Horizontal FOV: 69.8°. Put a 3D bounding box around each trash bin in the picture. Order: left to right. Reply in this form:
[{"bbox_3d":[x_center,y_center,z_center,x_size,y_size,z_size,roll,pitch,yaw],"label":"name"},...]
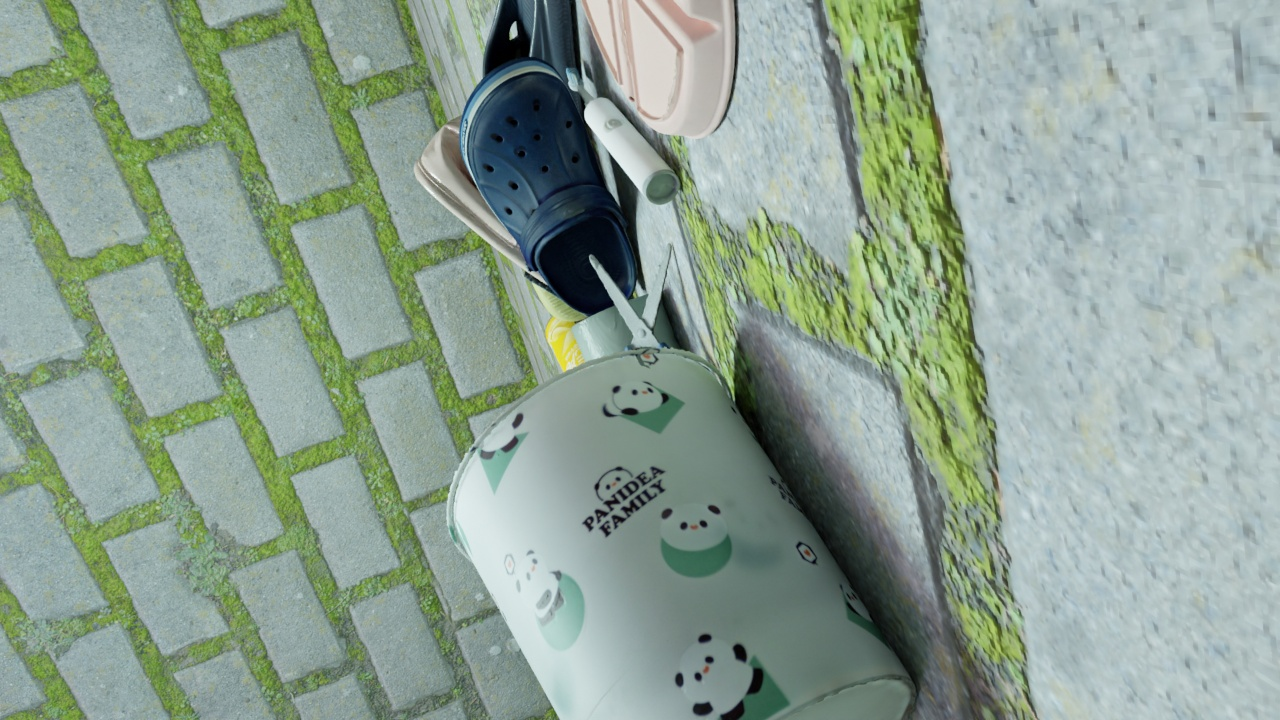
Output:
[{"bbox_3d":[0.025,0.156,0.592,0.252,0.229,0.230,54,162,40],"label":"trash bin"}]

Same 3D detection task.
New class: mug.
[{"bbox_3d":[-0.005,0.005,0.821,0.124,0.083,0.103,133,114,-83],"label":"mug"}]

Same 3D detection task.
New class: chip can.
[{"bbox_3d":[-0.065,0.005,1.178,0.213,0.072,0.072,-123,16,-56],"label":"chip can"}]

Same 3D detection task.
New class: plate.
[{"bbox_3d":[-0.007,-0.233,0.511,0.230,0.028,0.229,159,91,-81],"label":"plate"}]

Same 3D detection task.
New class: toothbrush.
[{"bbox_3d":[-0.022,-0.180,0.703,0.221,0.026,0.026,-120,9,-48],"label":"toothbrush"}]

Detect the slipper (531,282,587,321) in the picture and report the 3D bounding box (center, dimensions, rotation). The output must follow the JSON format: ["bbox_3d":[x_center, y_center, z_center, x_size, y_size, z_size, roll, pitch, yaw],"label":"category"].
[{"bbox_3d":[-0.106,-0.136,1.072,0.081,0.091,0.190,-149,36,-79],"label":"slipper"}]

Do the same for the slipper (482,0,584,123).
[{"bbox_3d":[-0.107,-0.270,0.826,0.269,0.083,0.110,95,155,-65],"label":"slipper"}]

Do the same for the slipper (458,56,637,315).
[{"bbox_3d":[-0.071,-0.127,0.782,0.095,0.105,0.253,-116,0,-48],"label":"slipper"}]

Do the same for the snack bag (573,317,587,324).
[{"bbox_3d":[-0.063,-0.054,1.139,0.045,0.026,0.105,64,-172,15],"label":"snack bag"}]

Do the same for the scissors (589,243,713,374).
[{"bbox_3d":[0.003,-0.008,0.737,0.176,0.012,0.163,47,121,13],"label":"scissors"}]

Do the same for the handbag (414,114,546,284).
[{"bbox_3d":[-0.107,-0.149,0.929,0.234,0.093,0.193,50,-165,-11],"label":"handbag"}]

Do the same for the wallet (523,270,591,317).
[{"bbox_3d":[-0.075,-0.083,0.966,0.097,0.019,0.120,31,-162,-14],"label":"wallet"}]
